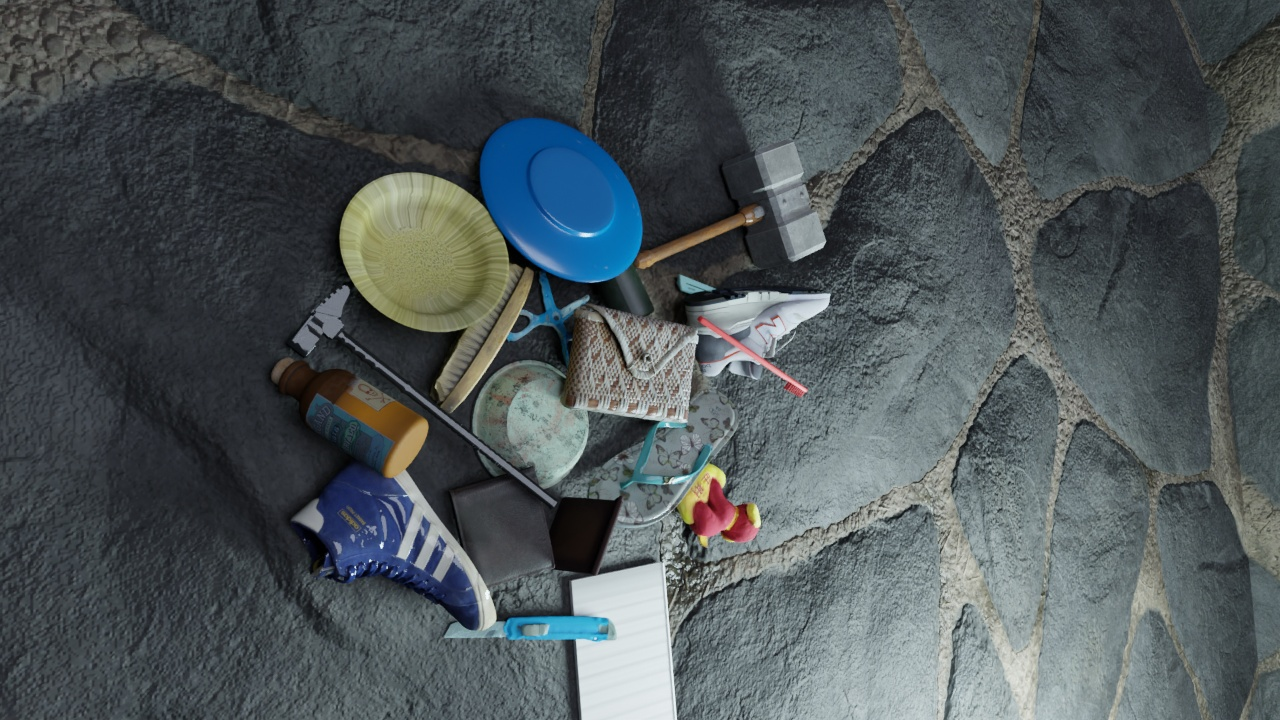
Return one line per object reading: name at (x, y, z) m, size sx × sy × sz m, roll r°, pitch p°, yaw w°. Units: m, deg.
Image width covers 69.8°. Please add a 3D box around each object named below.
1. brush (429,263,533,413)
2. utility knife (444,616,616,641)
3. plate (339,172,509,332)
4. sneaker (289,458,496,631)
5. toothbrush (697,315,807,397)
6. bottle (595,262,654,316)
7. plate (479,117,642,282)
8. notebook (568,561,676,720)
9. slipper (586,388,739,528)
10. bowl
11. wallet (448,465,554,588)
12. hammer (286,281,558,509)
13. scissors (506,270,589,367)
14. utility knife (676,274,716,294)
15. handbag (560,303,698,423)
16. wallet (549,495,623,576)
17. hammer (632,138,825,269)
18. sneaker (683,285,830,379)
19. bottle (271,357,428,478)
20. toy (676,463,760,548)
brush at (-0.178, -0.029, 1.027) m, size 0.043 × 0.059 × 0.195 m, roll 34°, pitch 68°, yaw -16°
utility knife at (-0.121, 0.311, 1.058) m, size 0.221 × 0.015 × 0.031 m, roll 8°, pitch 77°, yaw -30°
plate at (-0.235, -0.111, 0.992) m, size 0.184 × 0.036 × 0.184 m, roll 12°, pitch 65°, yaw -28°
sneaker at (-0.251, 0.214, 0.922) m, size 0.118 × 0.092 × 0.233 m, roll -39°, pitch 108°, yaw -38°
toothbrush at (0.149, -0.002, 1.224) m, size 0.212 × 0.012 × 0.018 m, roll 32°, pitch 99°, yaw -30°
bottle at (-0.042, -0.129, 1.146) m, size 0.055 × 0.055 × 0.174 m, roll -29°, pitch 97°, yaw -36°
plate at (-0.085, -0.199, 1.096) m, size 0.224 × 0.024 × 0.224 m, roll 17°, pitch 58°, yaw -30°
notebook at (-0.019, 0.366, 1.137) m, size 0.142 × 0.009 × 0.209 m, roll -2°, pitch 87°, yaw -37°
slipper at (0.045, 0.122, 1.167) m, size 0.267 × 0.055 × 0.098 m, roll -36°, pitch 83°, yaw -36°
bowl at (-0.119, 0.075, 1.072) m, size 0.157 × 0.039 × 0.157 m, roll 5°, pitch 82°, yaw -37°
wallet at (-0.154, 0.188, 1.024) m, size 0.099 × 0.031 × 0.120 m, roll -14°, pitch 96°, yaw -16°
hammer at (-0.210, 0.049, 0.969) m, size 0.325 × 0.015 × 0.094 m, roll 41°, pitch 71°, yaw -13°
scissors at (-0.106, -0.040, 1.114) m, size 0.133 × 0.011 × 0.140 m, roll -35°, pitch 106°, yaw -36°
utility knife at (0.112, -0.089, 1.287) m, size 0.166 × 0.015 × 0.022 m, roll 15°, pitch 75°, yaw -39°
handbag at (-0.007, 0.007, 1.106) m, size 0.185 × 0.047 × 0.124 m, roll 10°, pitch 88°, yaw -38°
wallet at (-0.067, 0.198, 1.051) m, size 0.018 × 0.116 × 0.091 m, roll 33°, pitch 66°, yaw -29°
hammer at (0.107, -0.180, 1.246) m, size 0.316 × 0.083 × 0.163 m, roll -27°, pitch 102°, yaw -36°
sneaker at (0.160, -0.037, 1.275) m, size 0.239 × 0.089 × 0.124 m, roll -5°, pitch 103°, yaw -30°
bottle at (-0.290, 0.048, 0.897) m, size 0.157 × 0.068 × 0.067 m, roll 30°, pitch 62°, yaw 8°
toy at (0.101, 0.200, 1.217) m, size 0.137 × 0.067 × 0.105 m, roll 36°, pitch 63°, yaw -22°
